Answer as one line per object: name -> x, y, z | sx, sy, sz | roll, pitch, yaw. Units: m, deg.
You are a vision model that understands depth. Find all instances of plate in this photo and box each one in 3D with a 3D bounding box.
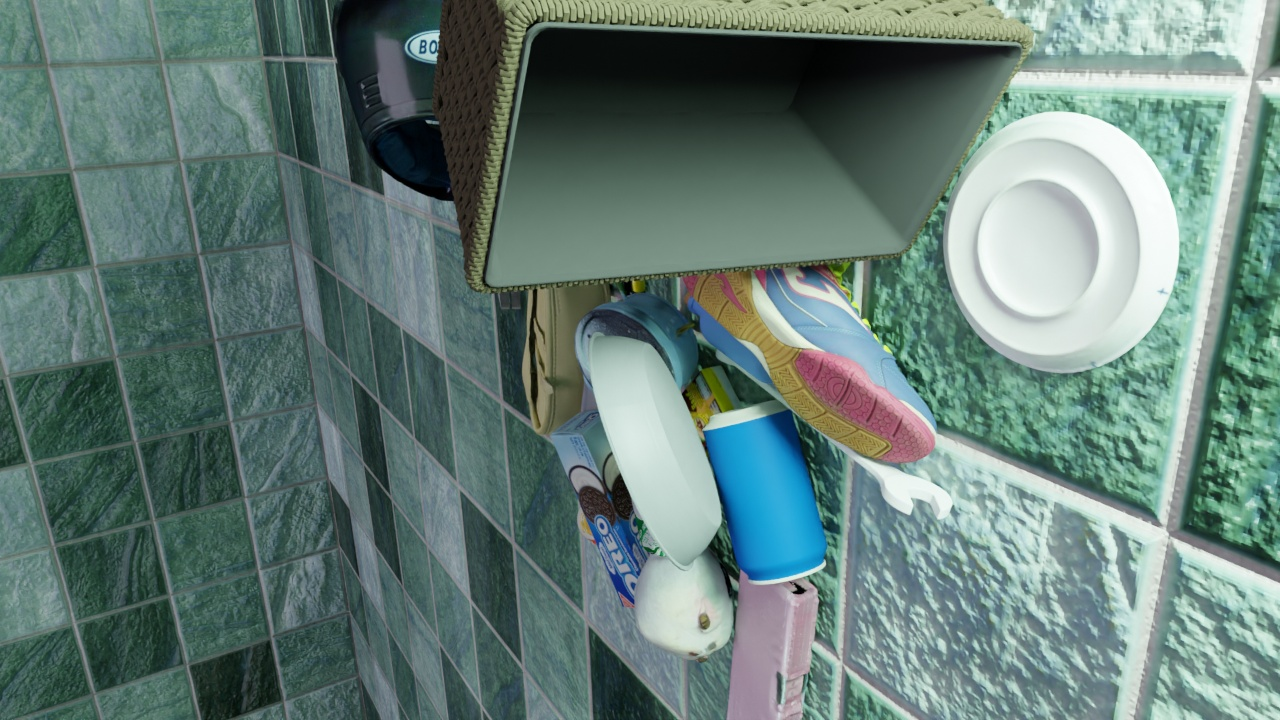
plate -> 0.241, -0.068, 0.552 | 0.157, 0.014, 0.157 | 32, 128, 53

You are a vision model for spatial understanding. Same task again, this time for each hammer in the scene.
hammer -> -0.144, -0.135, 1.044 | 0.313, 0.035, 0.139 | 177, 92, -79

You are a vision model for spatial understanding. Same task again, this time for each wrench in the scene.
wrench -> 0.143, 0.048, 0.745 | 0.273, 0.047, 0.009 | 42, 128, 49

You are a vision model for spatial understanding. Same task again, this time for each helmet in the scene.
helmet -> -0.193, -0.327, 0.996 | 0.316, 0.249, 0.235 | 113, 156, -82

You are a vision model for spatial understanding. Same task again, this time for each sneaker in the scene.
sneaker -> 0.141, -0.030, 0.695 | 0.242, 0.090, 0.116 | 46, 148, 13

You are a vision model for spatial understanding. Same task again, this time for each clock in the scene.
clock -> -0.005, 0.005, 0.881 | 0.118, 0.059, 0.162 | 35, 137, 18

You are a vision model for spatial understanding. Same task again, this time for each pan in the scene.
pan -> 0.035, 0.095, 0.798 | 0.356, 0.051, 0.200 | 49, -159, -62

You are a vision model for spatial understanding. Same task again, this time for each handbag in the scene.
handbag -> -0.102, -0.035, 1.094 | 0.191, 0.088, 0.233 | 49, 140, 50

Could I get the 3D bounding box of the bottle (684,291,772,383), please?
bottle -> 0.082, -0.030, 0.813 | 0.131, 0.048, 0.048 | 41, 135, 47

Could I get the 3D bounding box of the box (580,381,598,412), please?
box -> -0.024, 0.052, 1.009 | 0.081, 0.062, 0.217 | 33, 136, 24

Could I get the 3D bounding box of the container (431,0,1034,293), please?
container -> 0.031, -0.186, 0.580 | 0.204, 0.320, 0.177 | 64, 149, 35

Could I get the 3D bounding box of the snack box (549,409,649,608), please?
snack box -> -0.025, 0.166, 1.007 | 0.059, 0.059, 0.226 | -6, 111, 42

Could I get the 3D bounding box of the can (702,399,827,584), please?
can -> 0.108, 0.112, 0.793 | 0.079, 0.078, 0.146 | -20, 84, 61

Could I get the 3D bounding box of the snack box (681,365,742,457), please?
snack box -> 0.054, 0.067, 0.924 | 0.061, 0.025, 0.149 | 66, 149, 21

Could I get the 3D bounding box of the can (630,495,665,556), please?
can -> 0.020, 0.145, 0.905 | 0.101, 0.053, 0.053 | -104, 19, -53

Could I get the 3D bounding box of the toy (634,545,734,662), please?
toy -> 0.042, 0.221, 0.946 | 0.139, 0.101, 0.179 | 88, 176, -48

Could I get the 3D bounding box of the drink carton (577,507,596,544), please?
drink carton -> -0.027, 0.210, 1.123 | 0.122, 0.038, 0.069 | 11, 110, 52

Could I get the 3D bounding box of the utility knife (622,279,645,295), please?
utility knife -> -0.003, -0.041, 0.990 | 0.029, 0.020, 0.213 | 23, 124, 56

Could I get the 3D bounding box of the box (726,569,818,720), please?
box -> 0.124, 0.294, 0.888 | 0.098, 0.037, 0.233 | 38, 133, 55
